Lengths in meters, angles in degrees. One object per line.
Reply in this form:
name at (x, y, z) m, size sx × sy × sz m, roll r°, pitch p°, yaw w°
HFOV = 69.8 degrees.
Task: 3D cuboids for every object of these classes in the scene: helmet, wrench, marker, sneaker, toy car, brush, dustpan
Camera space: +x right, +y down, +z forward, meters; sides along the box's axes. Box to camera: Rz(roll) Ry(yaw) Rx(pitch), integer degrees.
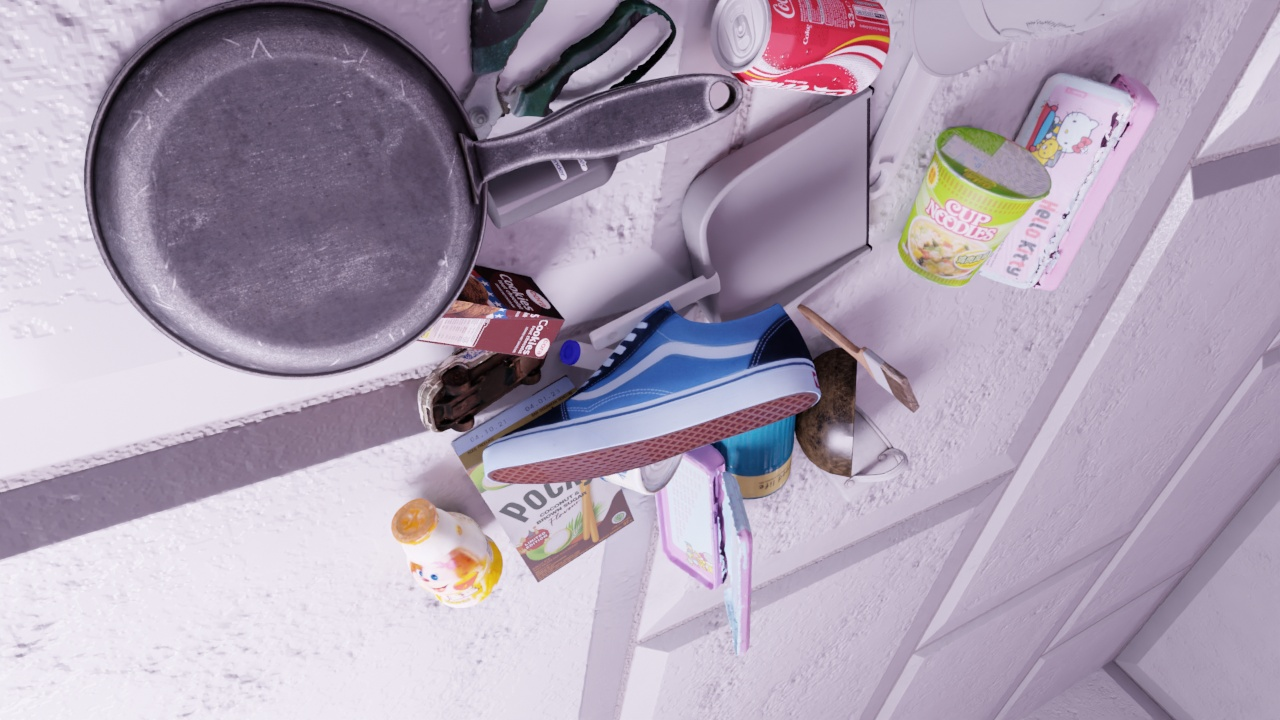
helmet at (0.301, -0.280, 0.579) m, size 0.183 × 0.117 × 0.272 m, roll 4°, pitch 128°, yaw -44°
wrench at (0.229, -0.240, 0.677) m, size 0.086 × 0.018 × 0.274 m, roll -11°, pitch 135°, yaw -34°
marker at (-0.004, 0.004, 0.721) m, size 0.141 × 0.020 × 0.020 m, roll 13°, pitch 118°, yaw -45°
sneaker at (0.000, 0.018, 0.657) m, size 0.241 × 0.098 × 0.083 m, roll -18°, pitch 158°, yaw 4°
toy car at (-0.106, 0.006, 0.627) m, size 0.112 × 0.040 × 0.049 m, roll -36°, pitch 146°, yaw -36°
brush at (0.174, -0.009, 0.754) m, size 0.008 × 0.143 × 0.045 m, roll -41°, pitch 134°, yaw -2°
dustpan at (0.073, -0.079, 0.688) m, size 0.257 × 0.033 × 0.163 m, roll -27°, pitch 141°, yaw -9°

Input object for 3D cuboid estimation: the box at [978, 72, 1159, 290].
box at (0.375, -0.167, 0.848) m, size 0.102 × 0.086 × 0.202 m, roll 14°, pitch 126°, yaw -1°

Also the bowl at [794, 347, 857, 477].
bowl at (0.170, 0.046, 0.853) m, size 0.056 × 0.121 × 0.121 m, roll 3°, pitch 141°, yaw 13°

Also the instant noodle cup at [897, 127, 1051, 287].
instant noodle cup at (0.271, -0.123, 0.770) m, size 0.098 × 0.099 × 0.108 m, roll -15°, pitch 143°, yaw -29°

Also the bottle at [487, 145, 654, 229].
bottle at (-0.042, -0.116, 0.562) m, size 0.112 × 0.030 × 0.030 m, roll -27°, pitch 140°, yaw -17°

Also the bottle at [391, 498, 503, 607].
bottle at (-0.150, 0.146, 0.704) m, size 0.063 × 0.063 × 0.109 m, roll -35°, pitch 142°, yaw -7°

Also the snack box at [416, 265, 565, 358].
snack box at (-0.119, -0.036, 0.560) m, size 0.140 × 0.051 × 0.032 m, roll 9°, pitch 121°, yaw -44°

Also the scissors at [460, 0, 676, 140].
scissors at (-0.059, -0.153, 0.525) m, size 0.146 × 0.015 × 0.210 m, roll 17°, pitch 115°, yaw -49°

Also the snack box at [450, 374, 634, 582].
snack box at (-0.073, 0.103, 0.750) m, size 0.101 × 0.031 × 0.186 m, roll -31°, pitch 141°, yaw -11°

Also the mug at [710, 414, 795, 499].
mug at (0.102, 0.048, 0.815) m, size 0.113 × 0.083 × 0.107 m, roll -50°, pitch 149°, yaw -37°

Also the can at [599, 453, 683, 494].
can at (0.002, 0.062, 0.734) m, size 0.086 × 0.043 × 0.086 m, roll -38°, pitch 136°, yaw -49°

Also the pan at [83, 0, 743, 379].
pan at (-0.090, -0.104, 0.480) m, size 0.356 × 0.055 × 0.187 m, roll -19°, pitch 115°, yaw -19°

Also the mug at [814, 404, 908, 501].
mug at (0.218, 0.098, 0.926) m, size 0.070 × 0.113 × 0.084 m, roll -39°, pitch 113°, yaw 2°

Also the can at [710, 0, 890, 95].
can at (0.100, -0.200, 0.569) m, size 0.104 × 0.064 × 0.064 m, roll -7°, pitch 131°, yaw -35°

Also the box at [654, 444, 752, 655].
box at (0.064, 0.163, 0.830) m, size 0.048 × 0.150 × 0.214 m, roll -24°, pitch 140°, yaw -15°
